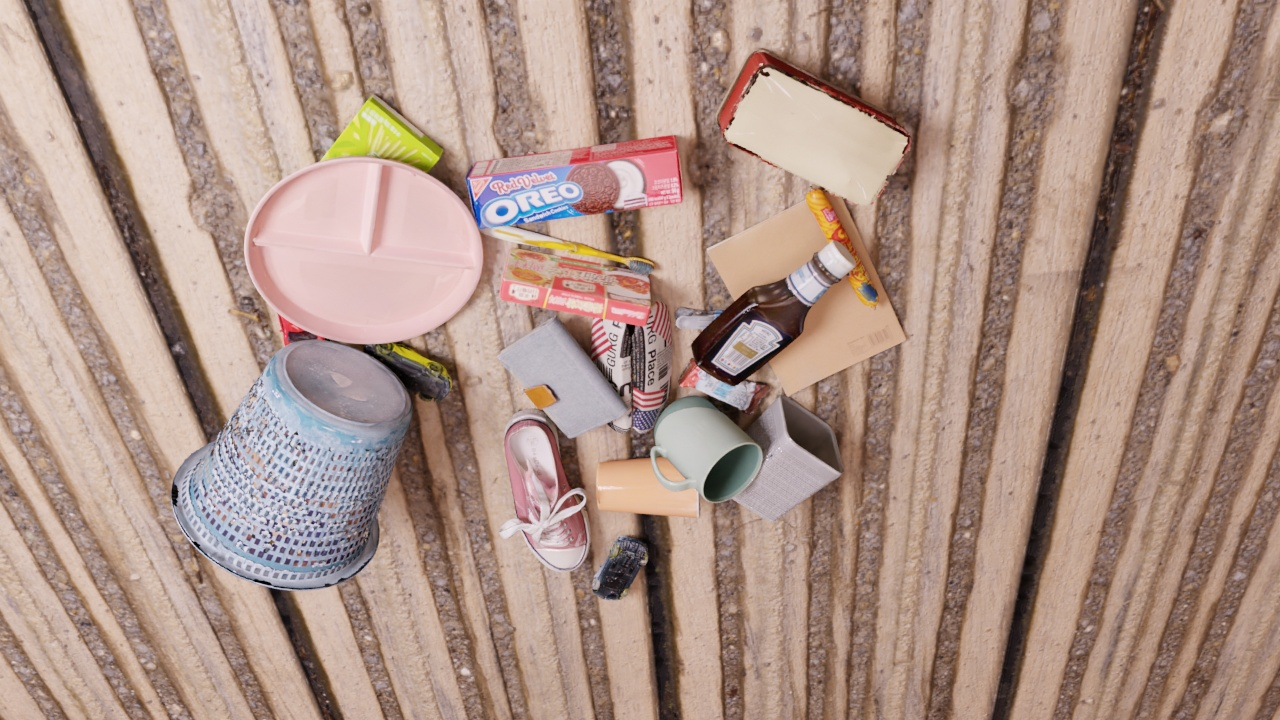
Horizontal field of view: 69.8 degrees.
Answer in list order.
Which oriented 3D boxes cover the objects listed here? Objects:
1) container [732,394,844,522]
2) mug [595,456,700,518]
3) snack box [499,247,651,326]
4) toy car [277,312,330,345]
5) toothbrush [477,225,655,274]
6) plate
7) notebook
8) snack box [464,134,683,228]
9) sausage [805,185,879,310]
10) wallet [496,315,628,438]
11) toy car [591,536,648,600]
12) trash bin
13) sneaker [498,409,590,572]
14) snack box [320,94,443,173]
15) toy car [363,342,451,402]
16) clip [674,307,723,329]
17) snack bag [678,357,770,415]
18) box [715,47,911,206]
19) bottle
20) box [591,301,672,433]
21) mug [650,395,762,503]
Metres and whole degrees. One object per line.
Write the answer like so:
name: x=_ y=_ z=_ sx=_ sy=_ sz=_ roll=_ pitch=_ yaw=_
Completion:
container: x=0.161 y=0.119 z=1.076 sx=0.090 sy=0.090 sz=0.115 roll=34 pitch=119 yaw=-20
mug: x=0.010 y=0.151 z=1.104 sx=0.123 sy=0.078 sz=0.078 roll=-1 pitch=123 yaw=6
snack box: x=-0.066 y=-0.077 z=0.953 sx=0.153 sy=0.075 sz=0.026 roll=10 pitch=122 yaw=-7
toy car: x=-0.369 y=-0.045 z=0.996 sx=0.049 sy=0.031 sz=0.106 roll=-1 pitch=124 yaw=0
toothbrush: x=-0.076 y=-0.117 z=0.961 sx=0.191 sy=0.018 sz=0.016 roll=12 pitch=120 yaw=-9
plate: x=-0.276 y=-0.109 z=0.928 sx=0.229 sy=0.028 sz=0.230 roll=-9 pitch=134 yaw=-9
notebook: x=0.185 y=-0.069 z=1.001 sx=0.150 sy=0.012 sz=0.211 roll=-26 pitch=119 yaw=13
snack box: x=-0.063 y=-0.176 z=0.902 sx=0.207 sy=0.058 sz=0.057 roll=-6 pitch=119 yaw=3
sausage: x=0.212 y=-0.115 z=0.955 sx=0.021 sy=0.021 sz=0.165 roll=-28 pitch=119 yaw=16
wallet: x=-0.090 y=0.025 z=1.012 sx=0.107 sy=0.036 sz=0.130 roll=-28 pitch=106 yaw=41
toy car: x=-0.028 y=0.272 z=1.202 sx=0.049 sy=0.031 sz=0.106 roll=20 pitch=119 yaw=-12
trash bin: x=-0.348 y=0.095 z=0.975 sx=0.226 sy=0.226 sz=0.195 roll=27 pitch=114 yaw=-17
sneaker: x=-0.116 y=0.176 z=1.106 sx=0.118 sy=0.087 sz=0.241 roll=-8 pitch=121 yaw=4
snack box: x=-0.278 y=-0.178 z=0.914 sx=0.086 sy=0.026 sz=0.157 roll=39 pitch=115 yaw=-22
toy car: x=-0.259 y=0.009 z=1.026 sx=0.105 sy=0.032 sz=0.048 roll=25 pitch=125 yaw=-4
clip: x=0.066 y=-0.045 z=1.011 sx=0.058 sy=0.035 sz=0.025 roll=2 pitch=124 yaw=-8
snack bag: x=0.095 y=0.030 z=1.053 sx=0.105 sy=0.026 sz=0.045 roll=23 pitch=113 yaw=-16
box: x=0.163 y=-0.214 z=0.868 sx=0.168 sy=0.078 sz=0.091 roll=22 pitch=119 yaw=-14
bottle: x=0.142 y=-0.051 z=0.969 sx=0.080 sy=0.044 sz=0.195 roll=29 pitch=124 yaw=-32
box: x=-0.004 y=0.006 z=1.029 sx=0.086 sy=0.076 sz=0.162 roll=-17 pitch=124 yaw=-27
mug: x=0.061 y=0.102 z=1.028 sx=0.111 sy=0.106 sz=0.082 roll=-27 pitch=136 yaw=-21
